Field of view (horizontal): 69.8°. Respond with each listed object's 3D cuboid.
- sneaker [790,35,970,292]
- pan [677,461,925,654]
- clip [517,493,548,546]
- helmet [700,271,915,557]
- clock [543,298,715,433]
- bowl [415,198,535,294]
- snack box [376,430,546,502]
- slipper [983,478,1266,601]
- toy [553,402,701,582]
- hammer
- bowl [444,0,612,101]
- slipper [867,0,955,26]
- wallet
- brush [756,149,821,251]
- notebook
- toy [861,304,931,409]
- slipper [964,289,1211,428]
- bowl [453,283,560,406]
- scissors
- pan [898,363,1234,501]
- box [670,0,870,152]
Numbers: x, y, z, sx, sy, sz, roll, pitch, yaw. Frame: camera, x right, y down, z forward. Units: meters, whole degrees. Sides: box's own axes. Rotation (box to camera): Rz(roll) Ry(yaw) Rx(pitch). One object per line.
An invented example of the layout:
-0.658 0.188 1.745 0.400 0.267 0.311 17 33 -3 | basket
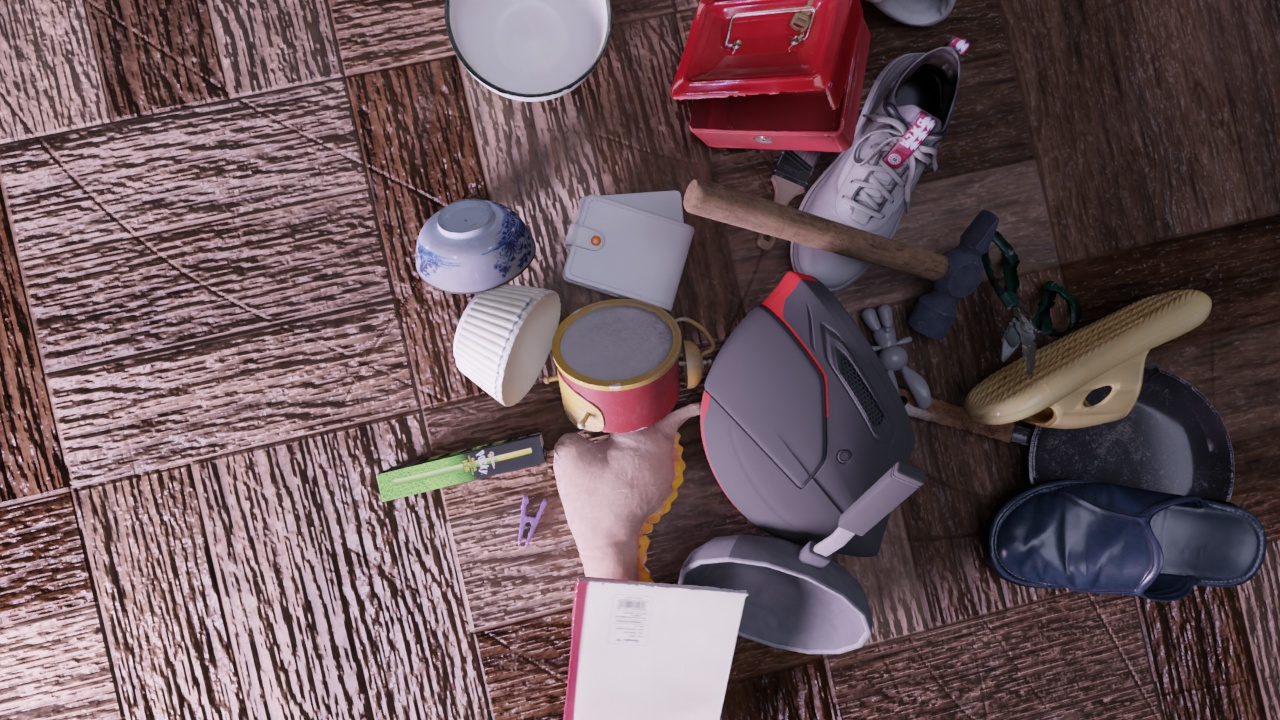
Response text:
0.231 -0.183 0.871 0.097 0.128 0.263 28 90 -2 | sneaker
0.145 0.164 0.770 0.178 0.358 0.041 23 56 0 | pan
-0.103 0.154 0.895 0.042 0.014 0.052 -9 87 -7 | clip
0.144 0.069 0.839 0.170 0.164 0.265 -33 100 0 | helmet
-0.005 0.005 0.859 0.158 0.081 0.117 -25 47 -19 | clock
-0.156 -0.116 0.844 0.114 0.045 0.114 -3 45 3 | bowl
-0.163 0.097 0.856 0.147 0.080 0.025 -13 90 -5 | snack box
0.467 0.172 0.864 0.265 0.083 0.109 3 89 2 | slipper
0.004 0.184 0.878 0.196 0.065 0.264 -18 92 0 | toy
0.183 -0.111 0.832 0.321 0.040 0.129 12 117 -25 | hammer
-0.105 -0.316 0.872 0.153 0.073 0.153 0 89 -4 | bowl
0.226 -0.363 0.832 0.112 0.246 0.074 -31 73 30 | slipper
-0.010 -0.119 0.895 0.118 0.037 0.115 16 88 -8 | wallet
0.150 -0.181 0.921 0.039 0.012 0.151 23 87 -4 | brush
0.007 0.289 0.851 0.153 0.012 0.209 6 116 -3 | notebook
0.251 -0.002 0.910 0.049 0.030 0.111 -14 74 -5 | toy
0.428 0.015 0.869 0.261 0.111 0.079 -27 98 -9 | slipper
-0.127 -0.021 0.851 0.062 0.115 0.115 22 87 11 | bowl
0.354 -0.060 0.879 0.142 0.015 0.209 49 43 5 | scissors
0.413 0.084 0.927 0.357 0.040 0.207 16 87 3 | pan
0.126 -0.269 0.856 0.158 0.112 0.134 9 76 29 | box
